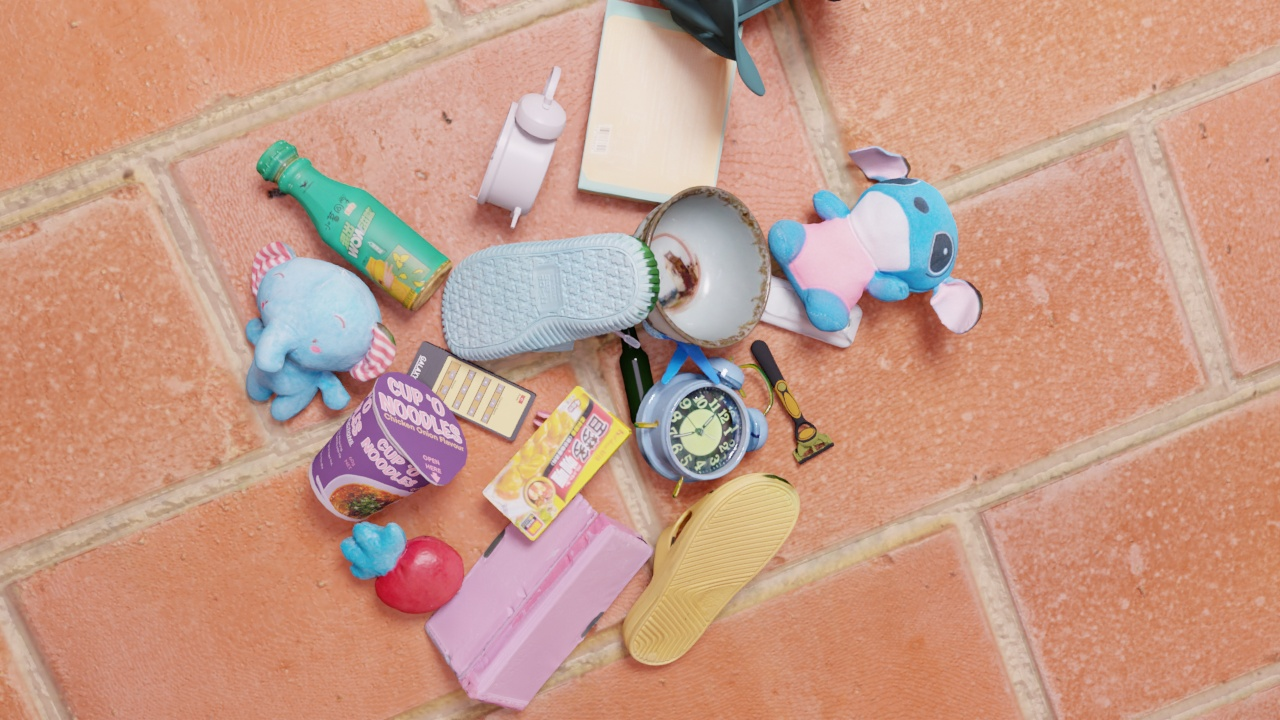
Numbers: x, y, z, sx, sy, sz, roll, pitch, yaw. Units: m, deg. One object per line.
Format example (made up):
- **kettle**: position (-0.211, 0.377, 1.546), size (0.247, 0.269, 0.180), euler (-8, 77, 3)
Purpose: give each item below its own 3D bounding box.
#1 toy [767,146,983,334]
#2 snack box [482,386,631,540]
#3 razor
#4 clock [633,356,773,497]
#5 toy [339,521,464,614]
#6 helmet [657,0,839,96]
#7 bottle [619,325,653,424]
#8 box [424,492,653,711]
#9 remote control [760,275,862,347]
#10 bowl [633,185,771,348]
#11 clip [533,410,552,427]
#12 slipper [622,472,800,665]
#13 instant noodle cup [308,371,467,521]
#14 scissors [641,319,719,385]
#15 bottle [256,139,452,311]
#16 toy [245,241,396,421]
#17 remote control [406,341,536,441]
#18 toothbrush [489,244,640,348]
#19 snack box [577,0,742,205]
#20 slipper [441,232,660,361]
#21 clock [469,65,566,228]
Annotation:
- **toy**: position (0.242, -0.106, 0.946), size (0.191, 0.099, 0.224), euler (-26, 78, -3)
- **snack box**: position (-0.086, 0.106, 0.953), size (0.075, 0.025, 0.152), euler (42, 91, 7)
- **razor**: position (0.159, 0.041, 0.998), size (0.044, 0.021, 0.144), euler (-29, 94, -1)
- **clock**: position (0.071, 0.062, 0.963), size (0.161, 0.060, 0.118), euler (-36, 106, -21)
- **toy**: position (-0.249, 0.214, 0.959), size (0.133, 0.062, 0.092), euler (36, 101, -15)
- **helmet**: position (0.098, -0.390, 0.853), size (0.200, 0.176, 0.274), euler (-29, 60, 7)
- **bottle**: position (-0.006, 0.006, 0.977), size (0.033, 0.033, 0.123), euler (-12, 95, -3)
- **box**: position (-0.111, 0.246, 0.993), size (0.232, 0.115, 0.106), euler (-51, 136, 2)
- **remote control**: position (0.172, -0.055, 0.989), size (0.133, 0.022, 0.050), euler (18, 93, -5)
- **bowl**: position (0.044, -0.090, 0.930), size (0.159, 0.094, 0.160), euler (1, 88, -36)
- **clip**: position (-0.086, 0.074, 0.985), size (0.060, 0.023, 0.045), euler (-4, 95, -7)
- **slipper**: position (0.062, 0.210, 0.973), size (0.099, 0.078, 0.264), euler (22, 112, -25)
- **instant noodle cup**: position (-0.260, 0.102, 0.923), size (0.122, 0.122, 0.136), euler (-37, 51, 17)
- **scissors**: position (0.043, -0.022, 0.956), size (0.123, 0.016, 0.125), euler (19, 50, 16)
- **bottle**: position (-0.291, -0.140, 0.929), size (0.209, 0.068, 0.068), euler (40, 91, -6)
- **toy**: position (-0.345, -0.019, 0.922), size (0.183, 0.114, 0.181), euler (39, 103, 4)
- **remote control**: position (-0.182, 0.032, 0.977), size (0.133, 0.013, 0.058), euler (25, 93, -5)
- **toothbrush**: position (-0.080, -0.065, 0.960), size (0.188, 0.019, 0.018), euler (32, 94, 2)
- **snack box**: position (0.019, -0.260, 0.951), size (0.141, 0.044, 0.193), euler (9, 94, -5)
- **slipper**: position (-0.089, -0.065, 0.909), size (0.277, 0.069, 0.116), euler (-7, 95, 34)
- **clock**: position (-0.117, -0.218, 0.913), size (0.061, 0.120, 0.159), euler (20, 103, -14)
